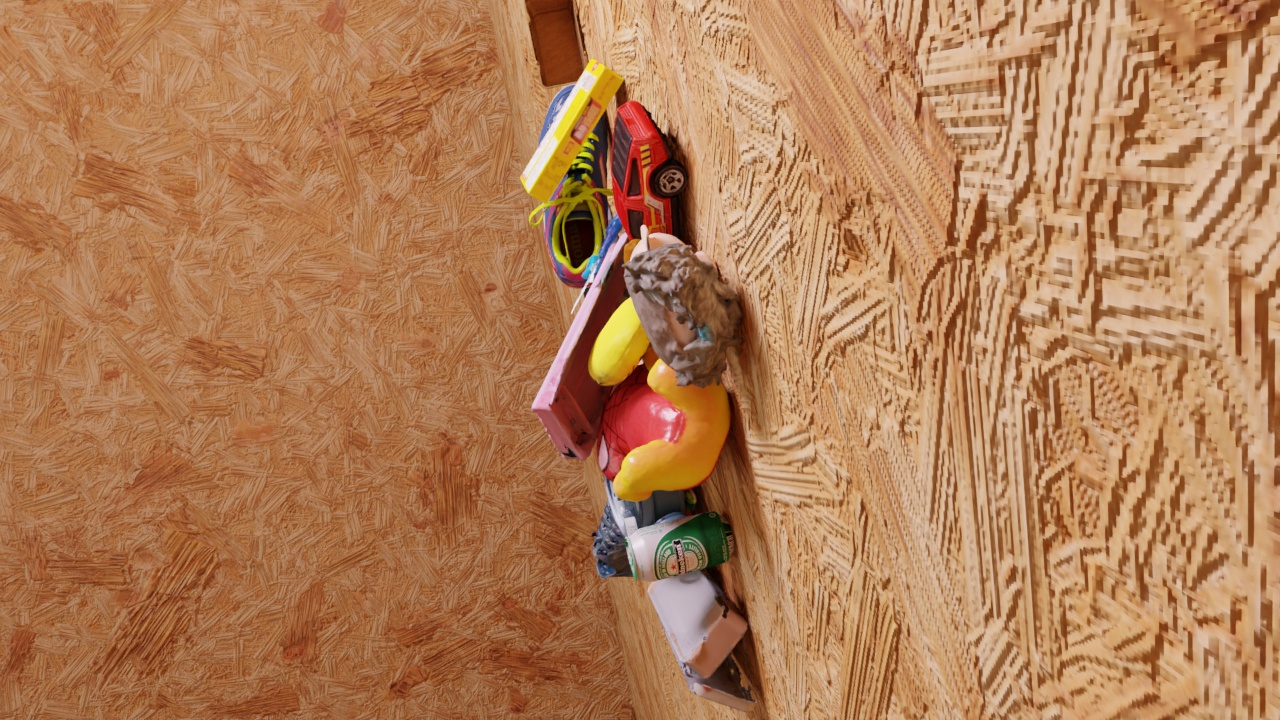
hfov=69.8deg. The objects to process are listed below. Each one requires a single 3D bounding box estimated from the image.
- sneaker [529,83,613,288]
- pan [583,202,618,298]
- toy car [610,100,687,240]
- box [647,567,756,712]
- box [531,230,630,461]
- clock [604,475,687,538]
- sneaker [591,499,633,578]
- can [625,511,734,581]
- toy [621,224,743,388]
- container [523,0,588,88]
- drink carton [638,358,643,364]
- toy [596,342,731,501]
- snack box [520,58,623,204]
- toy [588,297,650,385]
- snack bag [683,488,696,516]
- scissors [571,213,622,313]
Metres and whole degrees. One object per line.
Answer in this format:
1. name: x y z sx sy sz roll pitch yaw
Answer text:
1. sneaker: -0.068 -0.205 1.050 0.091 0.116 0.241 64 -157 -86
2. pan: -0.038 -0.070 1.245 0.355 0.043 0.249 -112 12 -49
3. toy car: 0.009 -0.128 0.808 0.081 0.056 0.190 -110 8 -48
4. box: 0.069 0.282 1.005 0.216 0.094 0.107 -145 67 -79
5. box: -0.044 -0.038 0.916 0.180 0.059 0.232 88 -160 -50
6. clock: 0.007 0.160 1.025 0.118 0.060 0.162 143 114 -68
7. sneaker: -0.026 0.230 1.206 0.236 0.079 0.087 89 158 -53
8. can: 0.039 0.182 0.900 0.053 0.101 0.053 166 91 -82
9. toy: 0.028 -0.053 0.716 0.133 0.076 0.176 66 176 -29
10. container: -0.103 -0.396 1.144 0.061 0.063 0.114 -106 5 -82
11. drink carton: -0.006 0.006 1.082 0.122 0.038 0.069 67 162 2
12. toy: 0.016 0.060 0.841 0.147 0.099 0.216 -65 8 -6
13. snack box: -0.075 -0.242 0.967 0.152 0.025 0.075 -56 24 13
14. toy: -0.014 -0.019 0.811 0.094 0.041 0.095 -60 10 -9
15. snack bag: 0.047 0.149 1.050 0.155 0.044 0.087 97 161 -49
16. scissors: -0.038 -0.100 0.871 0.110 0.015 0.132 -58 8 19
